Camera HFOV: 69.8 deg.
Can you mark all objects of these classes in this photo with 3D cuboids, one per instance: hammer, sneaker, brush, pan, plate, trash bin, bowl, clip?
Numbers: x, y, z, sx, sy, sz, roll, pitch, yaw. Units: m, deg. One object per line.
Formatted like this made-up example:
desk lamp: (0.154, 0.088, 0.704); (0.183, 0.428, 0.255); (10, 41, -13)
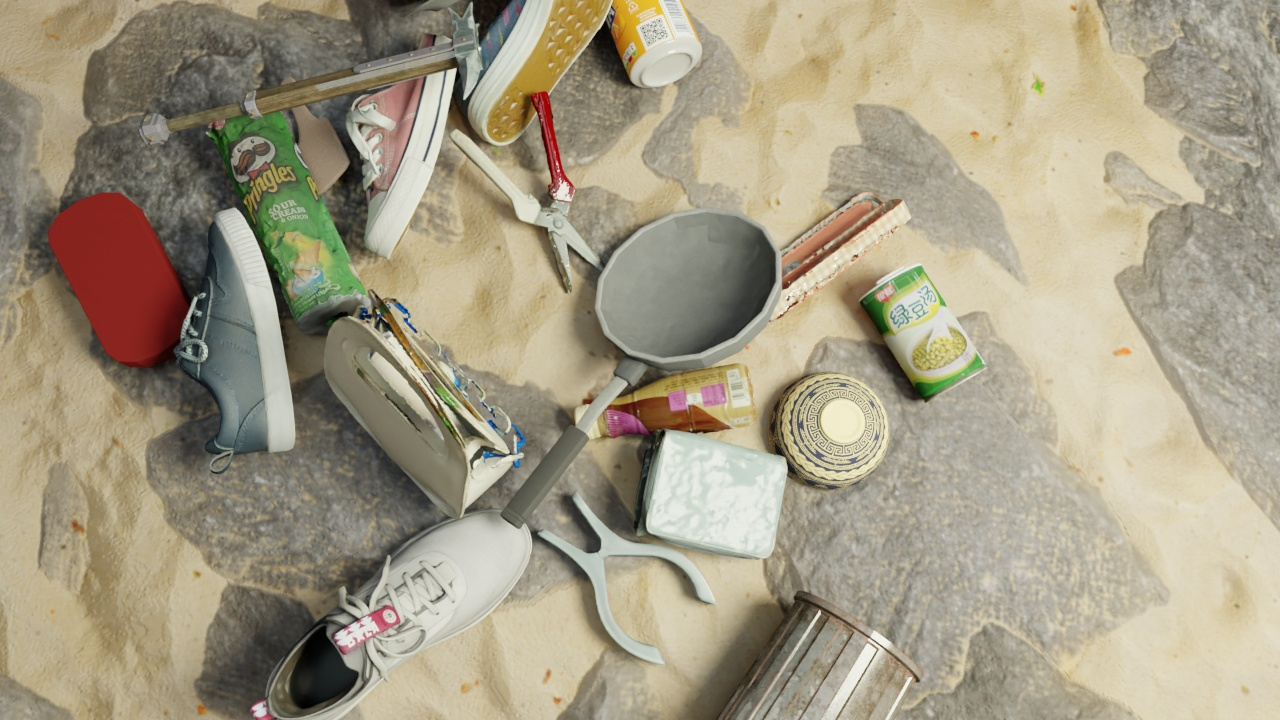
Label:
hammer: (-0.297, -0.241, 0.827); (0.317, 0.028, 0.146); (-14, 47, 0)
sneaker: (-0.372, -0.019, 0.824); (0.087, 0.089, 0.235); (-10, 82, -26)
brush: (-0.328, -0.231, 0.919); (0.050, 0.015, 0.135); (-38, 70, 22)
brush: (-0.482, -0.074, 0.865); (0.082, 0.042, 0.173); (-31, 80, -9)
sneaker: (-0.239, -0.217, 0.881); (0.087, 0.118, 0.240); (16, 70, -19)
pan: (-0.005, 0.005, 0.830); (0.179, 0.041, 0.356); (26, 70, 34)
sneaker: (-0.205, 0.211, 0.764); (0.262, 0.129, 0.096); (-37, 83, -14)
plate: (-0.152, -0.374, 0.900); (0.178, 0.178, 0.012); (-32, 114, -10)
trash bin: (0.124, 0.313, 0.753); (0.131, 0.131, 0.210); (35, 76, 6)
bowl: (0.179, 0.061, 0.850); (0.112, 0.061, 0.112); (1, 76, -2)
clip: (-0.032, 0.214, 0.822); (0.171, 0.029, 0.141); (33, 76, 6)
sneaker: (-0.106, -0.329, 0.903); (0.079, 0.087, 0.236); (42, 106, 27)

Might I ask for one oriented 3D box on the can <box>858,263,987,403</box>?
can: (0.267, -0.027, 0.872); (0.067, 0.067, 0.121); (-28, 80, -9)

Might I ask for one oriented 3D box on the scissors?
scissors: (-0.102, -0.170, 0.890); (0.179, 0.015, 0.193); (14, 86, -15)

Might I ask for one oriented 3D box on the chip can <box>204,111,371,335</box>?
chip can: (-0.331, -0.133, 0.870); (0.075, 0.075, 0.223); (-27, 79, -9)

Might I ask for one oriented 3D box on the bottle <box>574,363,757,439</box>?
bottle: (0.022, 0.044, 0.850); (0.166, 0.059, 0.059); (-10, 77, 3)

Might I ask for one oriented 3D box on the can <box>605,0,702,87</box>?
can: (0.003, -0.356, 0.935); (0.079, 0.079, 0.142); (-20, 78, -7)

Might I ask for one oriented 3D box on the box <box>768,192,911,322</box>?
box: (0.177, -0.103, 0.895); (0.186, 0.083, 0.043); (-36, 110, -12)

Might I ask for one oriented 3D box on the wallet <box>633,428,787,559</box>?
wallet: (0.063, 0.122, 0.828); (0.131, 0.054, 0.100); (15, 82, -12)

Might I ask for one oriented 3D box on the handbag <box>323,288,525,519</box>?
handbag: (-0.181, 0.026, 0.773); (0.200, 0.200, 0.092); (46, 66, 7)
